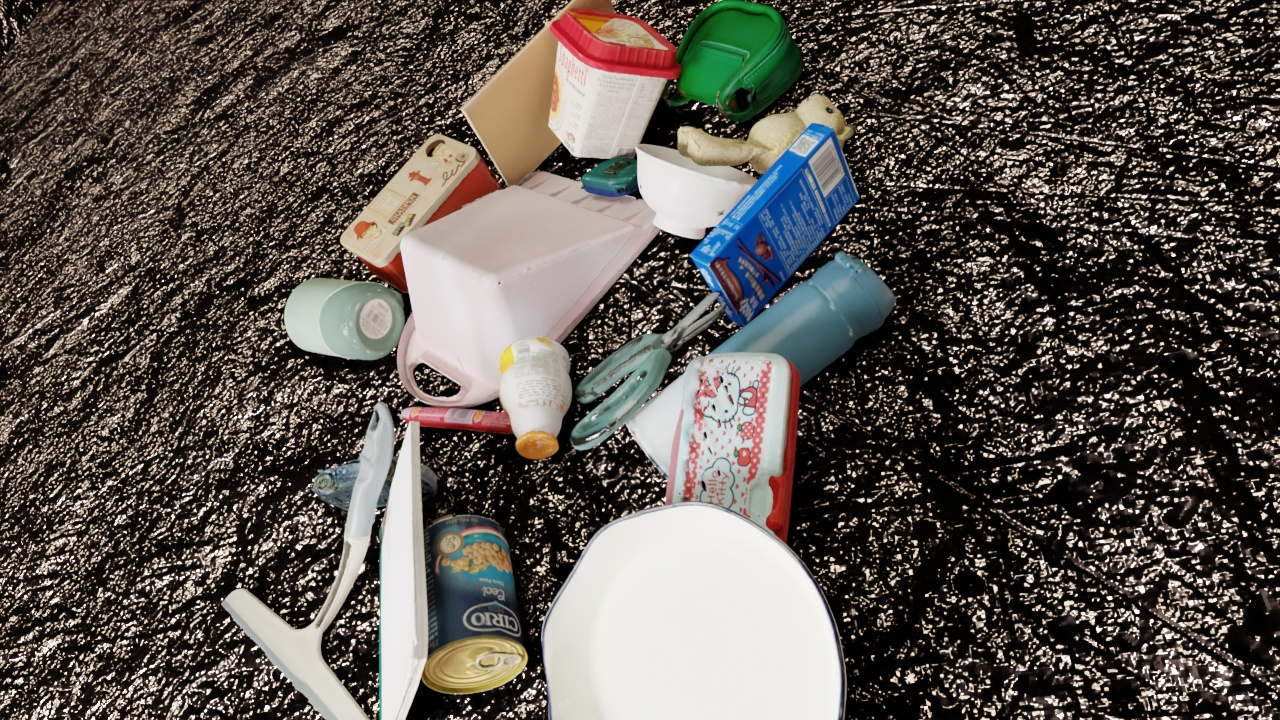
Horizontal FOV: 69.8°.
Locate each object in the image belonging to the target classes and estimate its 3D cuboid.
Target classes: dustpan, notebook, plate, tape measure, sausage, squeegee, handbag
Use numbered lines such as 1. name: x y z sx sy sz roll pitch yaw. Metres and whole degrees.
1. dustpan: -0.128 -0.074 0.937 0.272 0.139 0.223 -28 36 -31
2. notebook: -0.186 0.173 0.706 0.208 0.012 0.151 -106 31 -43
3. plate: 0.032 0.190 0.561 0.205 0.045 0.204 -8 75 31
4. tape measure: -0.025 -0.189 0.941 0.058 0.025 0.054 18 48 33
5. sausage: -0.168 0.054 0.852 0.156 0.020 0.020 2 57 33
6. squeegee: -0.248 0.153 0.779 0.247 0.039 0.246 23 94 39
7. notebook: -0.094 -0.297 0.997 0.008 0.148 0.207 39 80 26
8. handbag: 0.091 -0.302 0.939 0.120 0.068 0.131 -49 46 -10

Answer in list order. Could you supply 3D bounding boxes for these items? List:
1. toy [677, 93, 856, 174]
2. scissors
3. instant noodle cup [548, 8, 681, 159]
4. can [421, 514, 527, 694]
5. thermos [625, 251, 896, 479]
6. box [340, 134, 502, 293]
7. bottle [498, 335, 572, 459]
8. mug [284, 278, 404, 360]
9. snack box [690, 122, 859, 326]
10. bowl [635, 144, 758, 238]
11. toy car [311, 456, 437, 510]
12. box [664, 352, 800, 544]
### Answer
1. toy: 0.111 -0.200 0.822 0.157 0.066 0.105 -9 19 -9
2. scissors: -0.004 0.003 0.751 0.173 0.019 0.178 -47 16 -12
3. instant noodle cup: -0.036 -0.281 0.946 0.116 0.124 0.116 -5 40 -32
4. can: -0.130 0.180 0.688 0.075 0.075 0.111 -28 45 10
5. thermos: 0.092 0.005 0.695 0.220 0.070 0.070 -37 45 2
6. box: -0.237 -0.159 1.018 0.091 0.079 0.168 28 73 36
7. bottle: -0.090 0.032 0.789 0.063 0.063 0.108 -22 47 16
8. mug: -0.302 -0.050 0.982 0.106 0.082 0.111 6 28 35
9. snack box: 0.114 -0.112 0.762 0.157 0.084 0.026 -47 46 -10
10. bowl: 0.044 -0.150 0.840 0.118 0.118 0.065 38 119 44
11. toy car: -0.239 0.109 0.827 0.121 0.054 0.036 -11 53 24
12. box: 0.056 0.093 0.617 0.087 0.048 0.201 2 78 29
